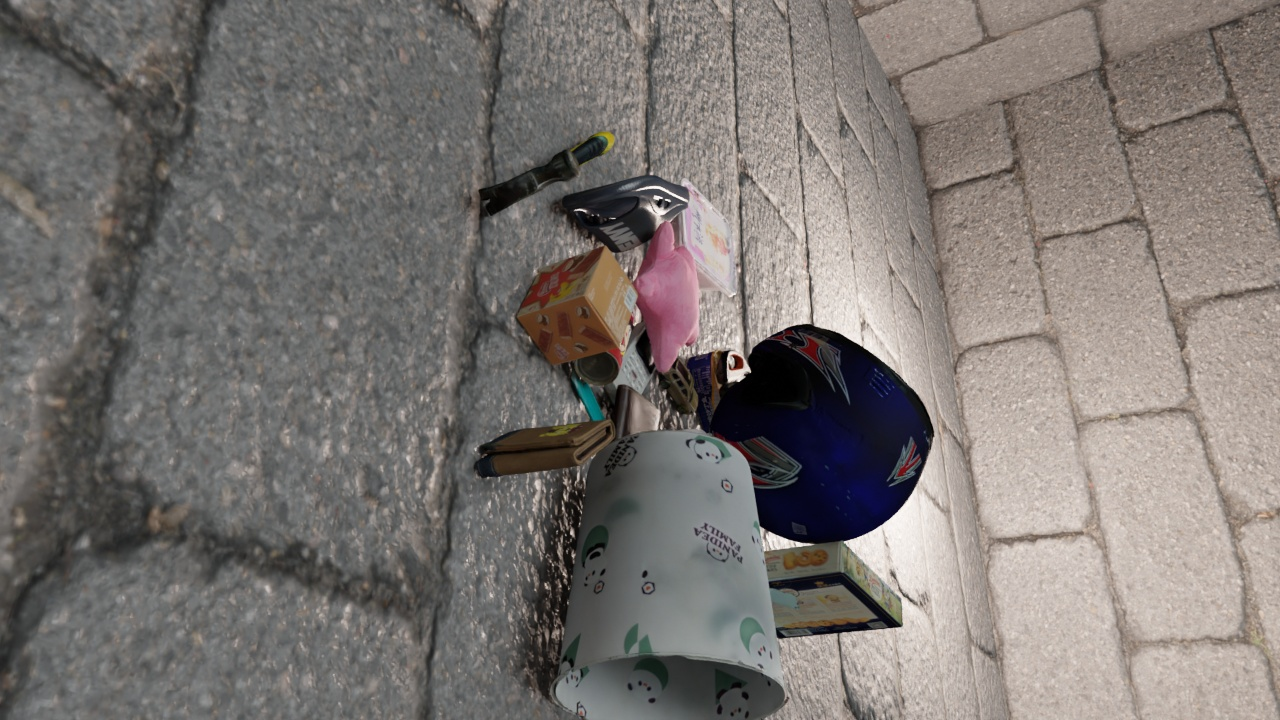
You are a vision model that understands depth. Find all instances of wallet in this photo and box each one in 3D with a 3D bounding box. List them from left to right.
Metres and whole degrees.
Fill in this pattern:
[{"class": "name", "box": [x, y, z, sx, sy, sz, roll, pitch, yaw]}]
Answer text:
[{"class": "wallet", "box": [-0.092, 0.085, 0.895, 0.090, 0.115, 0.033, -32, 111, -60]}, {"class": "wallet", "box": [-0.008, 0.102, 1.109, 0.096, 0.020, 0.122, 40, 51, -51]}]

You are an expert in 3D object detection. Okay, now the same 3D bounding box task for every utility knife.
[{"class": "utility knife", "box": [-0.034, 0.100, 1.098, 0.223, 0.013, 0.029, 66, 30, -18]}, {"class": "utility knife", "box": [0.089, 0.256, 1.063, 0.018, 0.194, 0.034, -20, 121, -70]}]

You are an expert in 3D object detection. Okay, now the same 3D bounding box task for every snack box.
[{"class": "snack box", "box": [-0.069, -0.061, 1.027, 0.077, 0.095, 0.092, 56, 34, -31]}, {"class": "snack box", "box": [0.214, 0.296, 1.168, 0.182, 0.178, 0.045, 45, 42, -38]}]

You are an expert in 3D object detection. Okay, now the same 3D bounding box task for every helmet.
[{"class": "helmet", "box": [0.206, 0.102, 1.192, 0.247, 0.240, 0.315, 60, -12, -30]}]

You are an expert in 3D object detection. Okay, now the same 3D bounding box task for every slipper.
[{"class": "slipper", "box": [-0.002, -0.188, 1.200, 0.267, 0.111, 0.083, -16, 94, -65]}]

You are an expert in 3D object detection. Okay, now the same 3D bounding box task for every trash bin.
[{"class": "trash bin", "box": [0.029, 0.226, 0.953, 0.229, 0.230, 0.251, 46, 34, -42]}]

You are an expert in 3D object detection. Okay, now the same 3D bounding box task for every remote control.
[{"class": "remote control", "box": [-0.007, 0.007, 1.184, 0.058, 0.021, 0.149, 62, 31, -22]}]

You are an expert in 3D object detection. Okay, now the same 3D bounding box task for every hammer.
[{"class": "hammer", "box": [-0.092, -0.230, 1.076, 0.032, 0.126, 0.322, 65, 20, -14]}]

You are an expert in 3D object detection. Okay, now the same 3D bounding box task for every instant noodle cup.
[{"class": "instant noodle cup", "box": [0.081, -0.178, 1.392, 0.173, 0.060, 0.137, 31, 51, -51]}]

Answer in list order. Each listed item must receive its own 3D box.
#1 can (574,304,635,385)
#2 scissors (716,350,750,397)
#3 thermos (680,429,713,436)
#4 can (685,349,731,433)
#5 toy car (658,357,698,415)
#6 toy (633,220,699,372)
[{"class": "can", "box": [-0.040, -0.030, 1.095, 0.053, 0.053, 0.132, 59, 25, -27]}, {"class": "scissors", "box": [0.165, 0.038, 1.379, 0.235, 0.022, 0.142, 31, 58, -57]}, {"class": "thermos", "box": [0.074, 0.194, 1.123, 0.073, 0.073, 0.224, 11, 63, -59]}, {"class": "can", "box": [0.113, 0.059, 1.345, 0.074, 0.049, 0.148, -30, 103, -61]}, {"class": "toy car", "box": [0.056, 0.036, 1.270, 0.090, 0.035, 0.042, 59, 33, -32]}, {"class": "toy", "box": [0.041, -0.085, 1.206, 0.195, 0.075, 0.178, 71, 31, -41]}]
